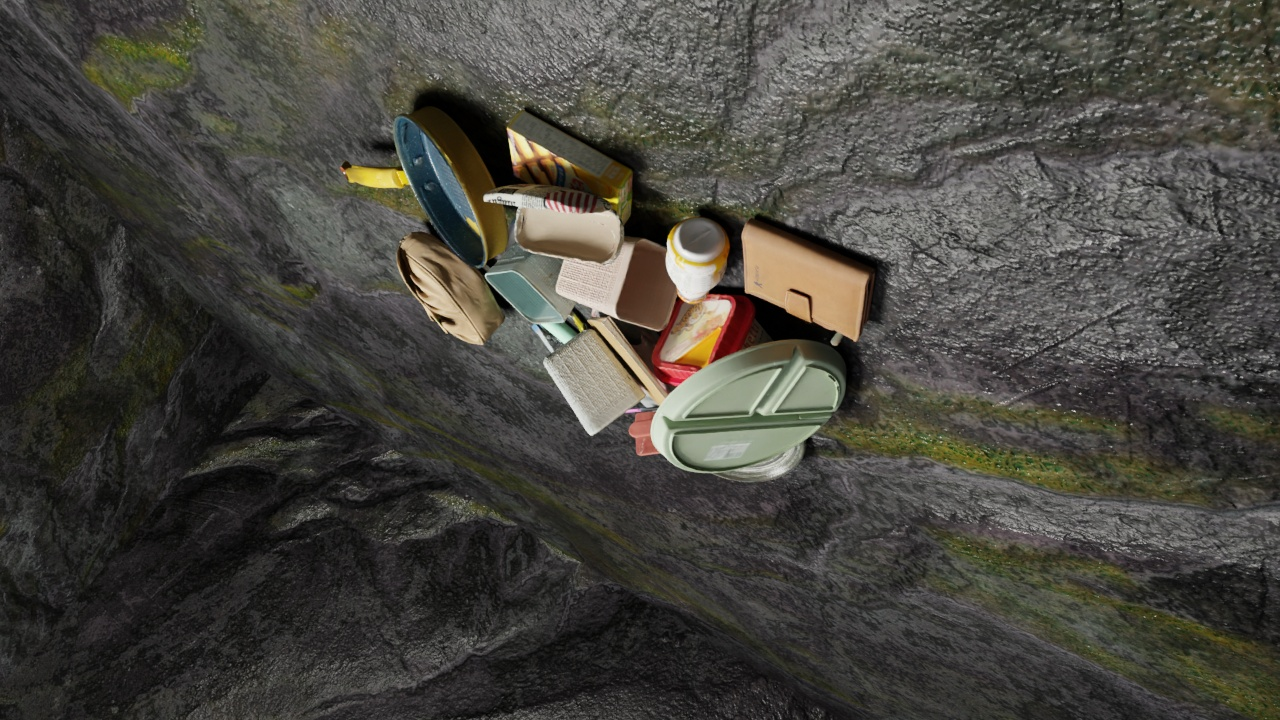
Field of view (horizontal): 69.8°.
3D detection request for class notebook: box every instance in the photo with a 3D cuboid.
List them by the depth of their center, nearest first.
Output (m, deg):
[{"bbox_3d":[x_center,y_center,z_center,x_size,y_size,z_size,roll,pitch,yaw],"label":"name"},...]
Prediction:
[{"bbox_3d":[-0.007,0.007,1.118,0.149,0.012,0.211,51,176,-7],"label":"notebook"}]

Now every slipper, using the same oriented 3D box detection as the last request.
[{"bbox_3d":[-0.008,0.010,1.294,0.114,0.054,0.274,23,157,28],"label":"slipper"}]

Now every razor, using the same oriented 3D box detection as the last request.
[{"bbox_3d":[-0.101,-0.066,1.319,0.143,0.022,0.042,50,-162,-27],"label":"razor"}]

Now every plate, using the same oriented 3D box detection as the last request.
[{"bbox_3d":[0.124,0.058,1.014,0.230,0.230,0.027,68,-178,-55],"label":"plate"},{"bbox_3d":[0.137,0.100,1.246,0.179,0.024,0.180,10,137,9],"label":"plate"}]

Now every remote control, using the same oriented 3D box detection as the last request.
[{"bbox_3d":[-0.157,-0.149,1.215,0.053,0.024,0.137,33,159,-2],"label":"remote control"}]

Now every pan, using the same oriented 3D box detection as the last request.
[{"bbox_3d":[-0.283,-0.221,1.142,0.358,0.078,0.198,30,146,50],"label":"pan"}]

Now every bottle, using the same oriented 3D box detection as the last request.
[{"bbox_3d":[0.057,-0.099,0.950,0.063,0.063,0.108,30,158,13],"label":"bottle"}]

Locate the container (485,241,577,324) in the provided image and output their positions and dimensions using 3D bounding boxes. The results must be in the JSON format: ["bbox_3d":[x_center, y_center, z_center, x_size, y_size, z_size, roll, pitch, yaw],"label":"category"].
[{"bbox_3d":[-0.107,-0.114,1.096,0.090,0.111,0.090,47,156,-26],"label":"container"}]

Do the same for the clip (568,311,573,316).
[{"bbox_3d":[-0.123,-0.092,1.262,0.100,0.035,0.098,0,146,45],"label":"clip"}]

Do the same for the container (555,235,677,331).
[{"bbox_3d":[-0.026,-0.093,1.026,0.111,0.090,0.090,19,-177,42],"label":"container"}]

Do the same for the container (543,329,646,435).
[{"bbox_3d":[-0.065,0.024,1.211,0.114,0.090,0.090,55,174,-7],"label":"container"}]

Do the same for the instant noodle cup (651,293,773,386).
[{"bbox_3d":[0.097,-0.004,1.048,0.124,0.116,0.117,35,163,-37],"label":"instant noodle cup"}]

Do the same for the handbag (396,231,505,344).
[{"bbox_3d":[-0.291,-0.103,1.397,0.148,0.099,0.205,36,165,22],"label":"handbag"}]

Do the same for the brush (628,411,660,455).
[{"bbox_3d":[0.060,0.098,1.316,0.146,0.063,0.069,-8,163,21],"label":"brush"}]

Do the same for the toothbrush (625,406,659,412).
[{"bbox_3d":[0.045,0.069,1.305,0.190,0.017,0.014,-8,170,31],"label":"toothbrush"}]

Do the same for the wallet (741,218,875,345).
[{"bbox_3d":[0.162,-0.075,0.897,0.131,0.035,0.119,26,152,23],"label":"wallet"}]

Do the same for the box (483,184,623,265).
[{"bbox_3d":[-0.096,-0.147,0.967,0.162,0.075,0.085,18,-173,42],"label":"box"}]

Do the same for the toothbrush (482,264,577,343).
[{"bbox_3d":[-0.180,-0.097,1.360,0.224,0.027,0.027,40,154,-14],"label":"toothbrush"}]

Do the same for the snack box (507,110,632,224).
[{"bbox_3d":[-0.074,-0.200,0.975,0.140,0.033,0.087,29,159,9],"label":"snack box"}]

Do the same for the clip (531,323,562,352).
[{"bbox_3d":[-0.151,-0.037,1.454,0.057,0.028,0.024,47,156,-5],"label":"clip"}]
